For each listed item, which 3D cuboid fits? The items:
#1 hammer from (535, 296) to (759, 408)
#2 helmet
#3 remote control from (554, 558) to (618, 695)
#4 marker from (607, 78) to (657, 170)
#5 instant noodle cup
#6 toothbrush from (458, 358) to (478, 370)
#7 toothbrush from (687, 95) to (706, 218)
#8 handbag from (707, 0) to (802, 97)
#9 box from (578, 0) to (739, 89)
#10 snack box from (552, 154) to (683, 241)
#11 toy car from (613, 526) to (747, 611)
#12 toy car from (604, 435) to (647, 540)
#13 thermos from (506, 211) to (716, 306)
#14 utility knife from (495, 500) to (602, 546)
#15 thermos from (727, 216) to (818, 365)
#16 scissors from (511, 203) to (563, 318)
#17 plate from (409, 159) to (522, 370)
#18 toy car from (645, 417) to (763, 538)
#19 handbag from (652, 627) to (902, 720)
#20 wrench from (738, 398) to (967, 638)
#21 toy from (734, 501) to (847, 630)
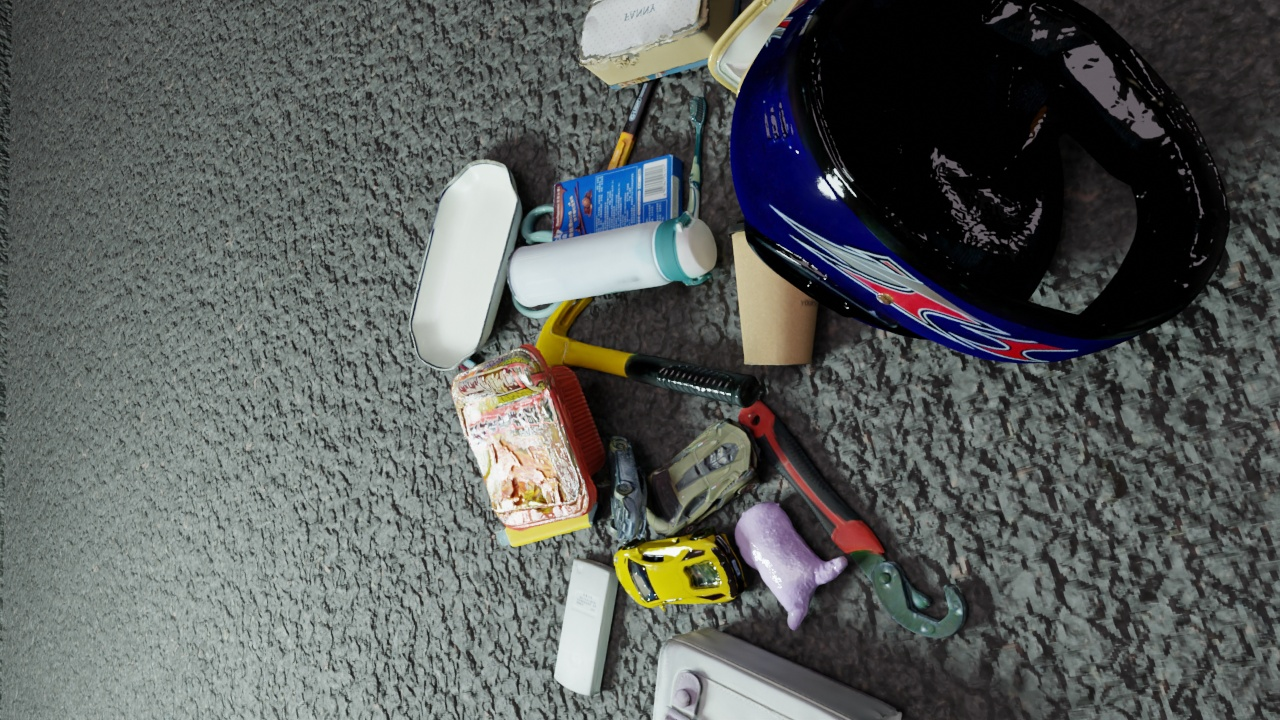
[{"bbox_3d":[-0.006,0.006,0.952,0.301,0.032,0.129,13,92,43],"label":"hammer"},{"bbox_3d":[0.214,-0.126,0.660,0.315,0.240,0.247,40,85,5],"label":"helmet"},{"bbox_3d":[-0.057,0.281,0.968,0.056,0.019,0.135,8,89,40],"label":"remote control"},{"bbox_3d":[-0.008,-0.261,1.010,0.018,0.015,0.124,27,99,33],"label":"marker"},{"bbox_3d":[-0.112,0.081,0.980,0.165,0.078,0.189,-19,91,44],"label":"instant noodle cup"},{"bbox_3d":[-0.161,0.038,1.095,0.188,0.016,0.017,31,93,39],"label":"toothbrush"},{"bbox_3d":[0.053,-0.180,0.944,0.016,0.018,0.191,1,84,40],"label":"toothbrush"},{"bbox_3d":[0.165,-0.271,0.770,0.179,0.163,0.063,-46,59,25],"label":"handbag"},{"bbox_3d":[0.022,-0.351,0.963,0.185,0.062,0.089,2,77,38],"label":"box"},{"bbox_3d":[-0.026,-0.163,0.992,0.157,0.026,0.084,-6,77,33],"label":"snack box"},{"bbox_3d":[0.033,0.203,0.877,0.156,0.041,0.071,-15,100,40],"label":"toy car"},{"bbox_3d":[-0.015,0.127,0.922,0.120,0.036,0.054,-105,20,-54],"label":"toy car"},{"bbox_3d":[-0.030,-0.100,0.946,0.225,0.073,0.073,-6,80,32],"label":"thermos"},{"bbox_3d":[-0.104,0.183,1.026,0.174,0.015,0.033,-22,64,37],"label":"utility knife"},{"bbox_3d":[0.125,-0.068,0.827,0.093,0.092,0.143,1,92,40],"label":"thermos"},{"bbox_3d":[-0.091,-0.099,1.055,0.177,0.019,0.169,30,102,36],"label":"scissors"},{"bbox_3d":[-0.212,-0.116,1.141,0.162,0.034,0.265,15,92,43],"label":"plate"},{"bbox_3d":[0.055,0.117,0.885,0.159,0.042,0.070,-44,58,32],"label":"toy car"},{"bbox_3d":[0.103,0.332,0.784,0.197,0.098,0.145,12,97,41],"label":"handbag"},{"bbox_3d":[0.172,0.132,0.800,0.273,0.016,0.056,48,114,34],"label":"wrench"},{"bbox_3d":[0.126,0.172,0.818,0.084,0.038,0.108,-55,52,20],"label":"toy"}]
